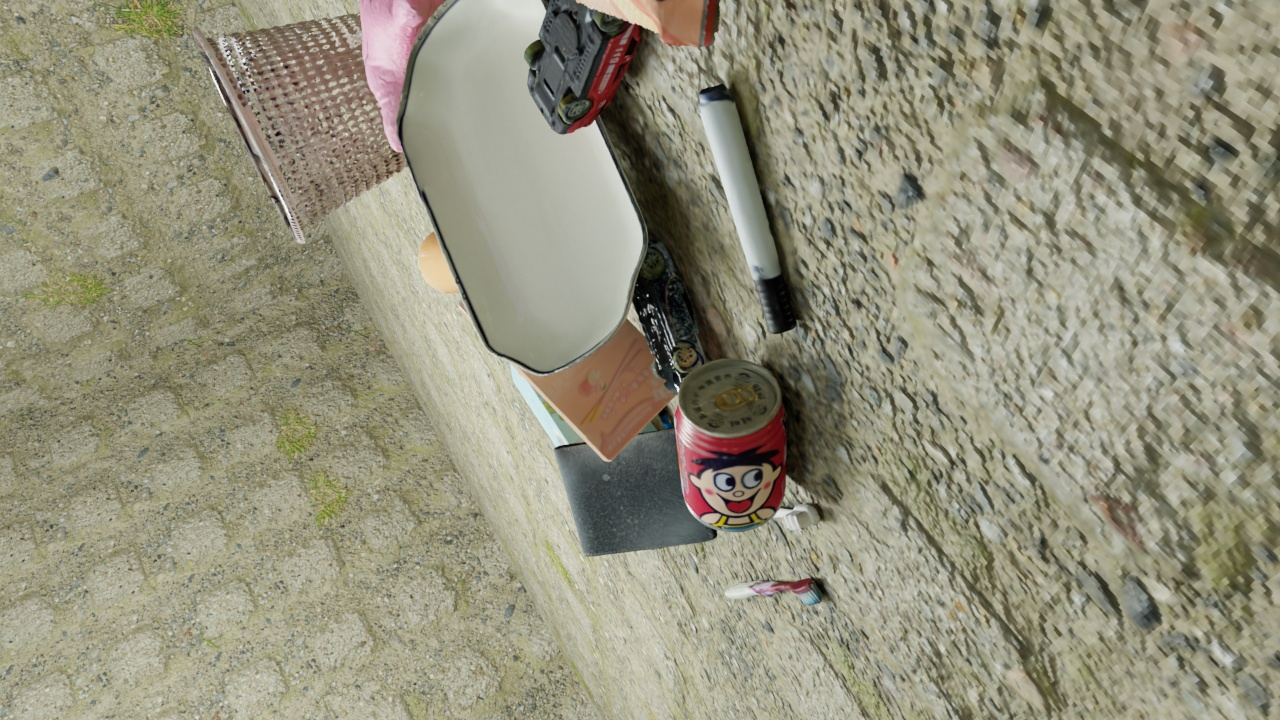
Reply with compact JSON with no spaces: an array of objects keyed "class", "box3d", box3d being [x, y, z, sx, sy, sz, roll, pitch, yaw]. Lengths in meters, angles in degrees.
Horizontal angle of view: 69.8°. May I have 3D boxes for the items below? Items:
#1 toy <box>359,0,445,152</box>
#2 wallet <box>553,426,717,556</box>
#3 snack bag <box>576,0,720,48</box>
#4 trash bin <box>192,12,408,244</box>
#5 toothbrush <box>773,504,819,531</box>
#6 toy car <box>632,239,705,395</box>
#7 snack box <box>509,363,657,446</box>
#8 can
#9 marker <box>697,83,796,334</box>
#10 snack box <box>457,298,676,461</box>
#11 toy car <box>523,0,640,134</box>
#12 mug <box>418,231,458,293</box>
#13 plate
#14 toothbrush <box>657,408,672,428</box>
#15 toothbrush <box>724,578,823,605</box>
[{"class":"toy","box3d":[-0.192,-0.273,0.755,0.195,0.074,0.178,114,154,-52]},{"class":"wallet","box3d":[-0.005,0.106,0.739,0.019,0.121,0.097,-37,-66,-66]},{"class":"snack bag","box3d":[-0.021,-0.214,0.385,0.208,0.073,0.129,41,128,49]},{"class":"trash bin","box3d":[-0.317,-0.260,0.951,0.227,0.191,0.228,53,160,29]},{"class":"toothbrush","box3d":[0.081,0.108,0.650,0.016,0.016,0.180,66,164,0]},{"class":"toy car","box3d":[0.018,-0.029,0.605,0.049,0.031,0.105,163,89,-72]},{"class":"snack box","box3d":[-0.048,0.047,0.831,0.175,0.074,0.052,53,159,30]},{"class":"can","box3d":[0.055,0.052,0.557,0.066,0.066,0.094,48,157,40]},{"class":"marker","box3d":[0.054,-0.074,0.463,0.022,0.018,0.131,-134,22,-67]},{"class":"snack box","box3d":[-0.049,-0.011,0.664,0.157,0.084,0.026,47,166,-2]},{"class":"toy car","box3d":[-0.028,-0.177,0.498,0.053,0.045,0.121,58,151,13]},{"class":"mug","box3d":[-0.196,-0.112,1.030,0.123,0.078,0.078,13,128,62]},{"class":"plate","box3d":[-0.077,-0.122,0.611,0.162,0.034,0.265,-33,76,34]},{"class":"toothbrush","box3d":[-0.004,0.004,0.745,0.189,0.016,0.014,64,168,-6]},{"class":"toothbrush","box3d":[0.099,0.178,0.705,0.017,0.016,0.188,52,161,4]}]
